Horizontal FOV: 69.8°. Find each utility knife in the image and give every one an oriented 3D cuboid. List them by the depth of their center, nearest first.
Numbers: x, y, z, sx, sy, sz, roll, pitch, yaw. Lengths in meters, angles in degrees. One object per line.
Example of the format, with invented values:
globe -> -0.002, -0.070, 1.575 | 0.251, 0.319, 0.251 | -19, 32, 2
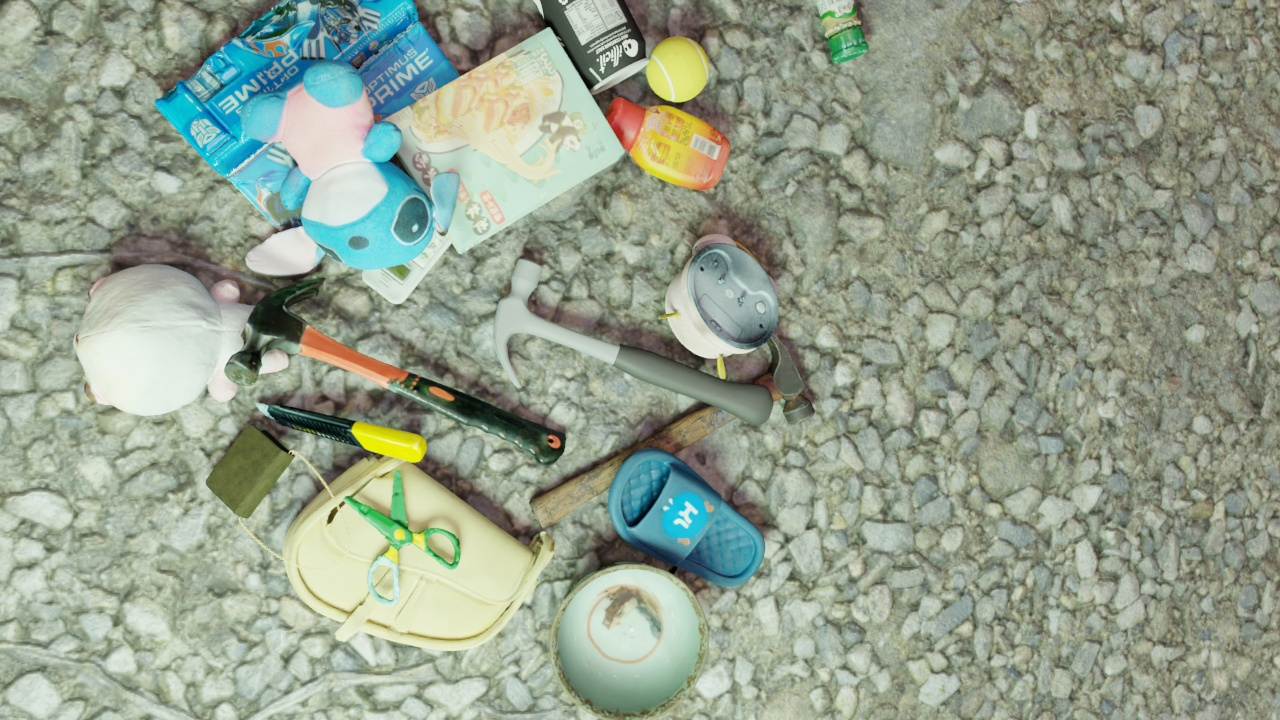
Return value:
utility knife -> -0.290, 0.066, 0.885 | 0.174, 0.020, 0.029 | 13, 132, 5

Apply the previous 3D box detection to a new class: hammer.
hammer -> -0.218, 0.028, 0.899 | 0.333, 0.033, 0.132 | 27, 44, -22
hammer -> -0.006, 0.005, 0.962 | 0.311, 0.029, 0.125 | 20, 83, -10
hammer -> 0.027, 0.080, 0.996 | 0.330, 0.033, 0.120 | -28, 96, -12

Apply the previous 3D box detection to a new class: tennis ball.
tennis ball -> 0.039, -0.304, 0.957 | 0.065, 0.065, 0.065 | -1, 93, -15

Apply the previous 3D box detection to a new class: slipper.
slipper -> 0.052, 0.177, 0.969 | 0.213, 0.059, 0.103 | 39, 86, -25

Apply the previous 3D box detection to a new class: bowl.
bowl -> -0.014, 0.280, 0.953 | 0.160, 0.094, 0.160 | 0, 90, -3

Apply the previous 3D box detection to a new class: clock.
clock -> 0.090, -0.071, 0.971 | 0.117, 0.059, 0.157 | 41, 53, -15

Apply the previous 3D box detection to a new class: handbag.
handbag -> -0.325, 0.133, 0.846 | 0.178, 0.027, 0.084 | 31, 82, 29
handbag -> -0.219, 0.194, 0.904 | 0.233, 0.089, 0.190 | 38, 80, -14

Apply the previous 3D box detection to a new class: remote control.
remote control -> -0.220, -0.120, 0.918 | 0.050, 0.022, 0.133 | 39, 83, -12

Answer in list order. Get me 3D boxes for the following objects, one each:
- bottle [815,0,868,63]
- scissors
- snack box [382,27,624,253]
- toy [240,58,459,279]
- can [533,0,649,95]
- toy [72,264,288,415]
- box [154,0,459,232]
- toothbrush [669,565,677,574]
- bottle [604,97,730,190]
bottle -> 0.218, -0.388, 1.015 | 0.042, 0.043, 0.110 | -19, 96, -14
scissors -> -0.230, 0.170, 0.858 | 0.127, 0.012, 0.123 | 38, 66, -14
snack box -> -0.134, -0.215, 0.903 | 0.193, 0.044, 0.141 | -33, 95, -11
toy -> -0.278, -0.164, 0.833 | 0.224, 0.098, 0.191 | -15, 116, 21
can -> -0.056, -0.350, 0.921 | 0.080, 0.080, 0.146 | -31, 100, -12
toy -> -0.413, -0.020, 0.839 | 0.179, 0.102, 0.138 | 2, 77, -39
box -> -0.304, -0.255, 0.871 | 0.243, 0.060, 0.175 | -43, 103, -9
toothbrush -> 0.023, 0.259, 1.010 | 0.017, 0.014, 0.188 | 20, 87, -2
bottle -> 0.024, -0.230, 0.966 | 0.134, 0.048, 0.071 | 20, 86, -15
